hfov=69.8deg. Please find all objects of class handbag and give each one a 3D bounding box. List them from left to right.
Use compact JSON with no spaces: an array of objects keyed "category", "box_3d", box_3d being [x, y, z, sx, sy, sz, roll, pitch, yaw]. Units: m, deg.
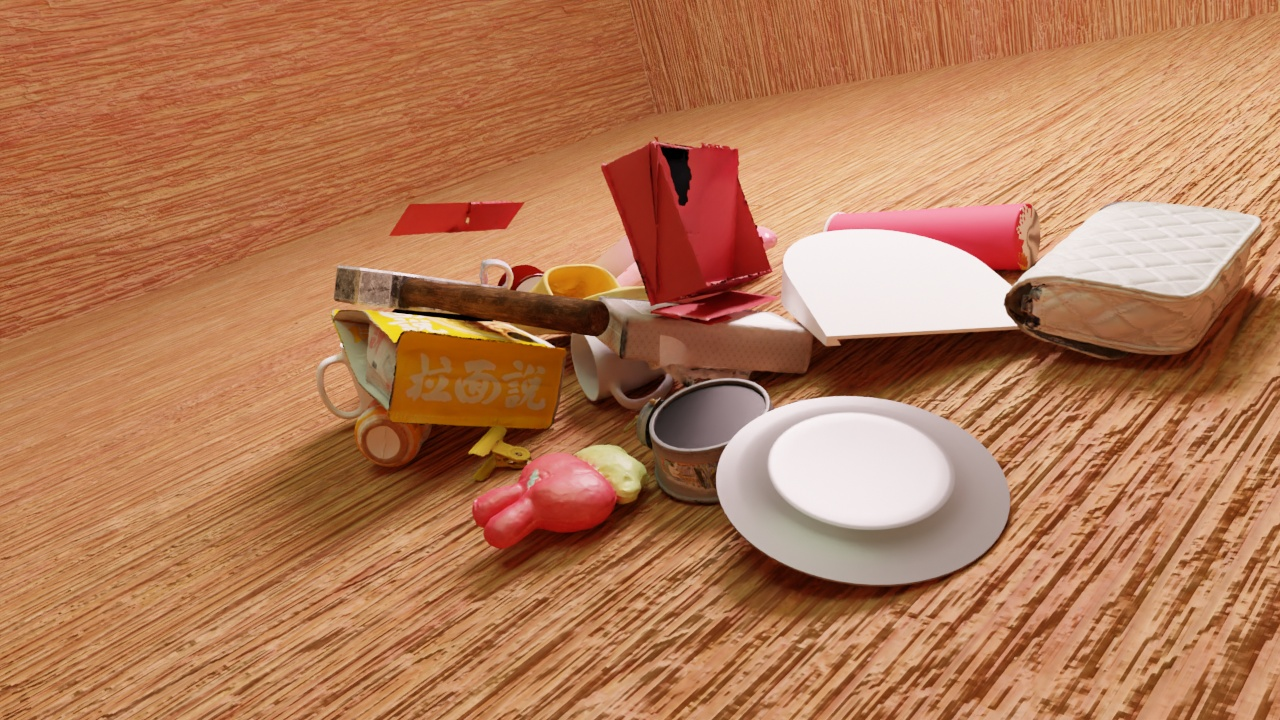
[{"category":"handbag","box_3d":[0.398,-0.066,0.739,0.139,0.072,0.194,18,36,41]}]

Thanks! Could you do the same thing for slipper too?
[{"category":"slipper","box_3d":[-0.068,-0.068,1.003,0.099,0.078,0.264,-7,0,-33]}]

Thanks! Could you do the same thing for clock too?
[{"category":"clock","box_3d":[0.046,0.057,0.689,0.148,0.056,0.103,7,38,38]}]

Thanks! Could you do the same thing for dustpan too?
[{"category":"dustpan","box_3d":[0.234,-0.058,0.869,0.191,0.053,0.257,-3,27,-4]}]

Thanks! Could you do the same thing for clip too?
[{"category":"clip","box_3d":[-0.121,0.083,0.797,0.048,0.046,0.054,-43,5,28]}]

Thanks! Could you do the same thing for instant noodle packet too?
[{"category":"instant noodle packet","box_3d":[-0.194,-0.012,0.890,0.162,0.084,0.222,4,15,-34]}]

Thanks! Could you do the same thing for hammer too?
[{"category":"hammer","box_3d":[-0.123,-0.053,0.897,0.301,0.037,0.217,10,4,39]}]

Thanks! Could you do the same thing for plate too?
[{"category":"plate","box_3d":[-0.005,-0.123,1.184,0.174,0.036,0.174,-37,-8,-6]},{"category":"plate","box_3d":[0.137,0.071,0.575,0.178,0.012,0.178,-4,33,2]}]

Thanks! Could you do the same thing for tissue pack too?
[{"category":"tissue pack","box_3d":[0.056,-0.013,0.824,0.181,0.071,0.104,7,13,-21]}]

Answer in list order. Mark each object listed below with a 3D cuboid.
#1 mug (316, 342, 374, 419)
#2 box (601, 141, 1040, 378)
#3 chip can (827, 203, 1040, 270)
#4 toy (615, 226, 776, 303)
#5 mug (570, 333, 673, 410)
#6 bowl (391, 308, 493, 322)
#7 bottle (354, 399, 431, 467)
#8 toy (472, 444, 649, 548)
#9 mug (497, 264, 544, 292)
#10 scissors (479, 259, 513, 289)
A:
[{"category":"mug","box_3d":[-0.291,0.019,0.991,0.110,0.090,0.074,-21,20,-17]},{"category":"box","box_3d":[0.156,-0.088,0.796,0.375,0.148,0.212,18,15,21]},{"category":"chip can","box_3d":[0.311,-0.131,0.997,0.221,0.069,0.069,5,28,44]},{"category":"toy","box_3d":[0.046,-0.108,1.096,0.236,0.097,0.192,-25,-6,-2]},{"category":"mug","box_3d":[-0.005,0.005,0.877,0.089,0.071,0.107,-15,46,-20]},{"category":"bowl","box_3d":[-0.236,-0.022,1.087,0.124,0.124,0.052,-12,63,9]},{"category":"bottle","box_3d":[-0.232,0.057,0.887,0.063,0.063,0.108,-13,19,7]},{"category":"toy","box_3d":[-0.057,0.097,0.670,0.135,0.045,0.092,-21,23,-29]},{"category":"mug","box_3d":[-0.127,-0.087,1.193,0.105,0.073,0.082,-18,19,-15]},{"category":"scissors","box_3d":[-0.195,-0.068,1.087,0.170,0.013,0.176,12,-38,-32]}]
